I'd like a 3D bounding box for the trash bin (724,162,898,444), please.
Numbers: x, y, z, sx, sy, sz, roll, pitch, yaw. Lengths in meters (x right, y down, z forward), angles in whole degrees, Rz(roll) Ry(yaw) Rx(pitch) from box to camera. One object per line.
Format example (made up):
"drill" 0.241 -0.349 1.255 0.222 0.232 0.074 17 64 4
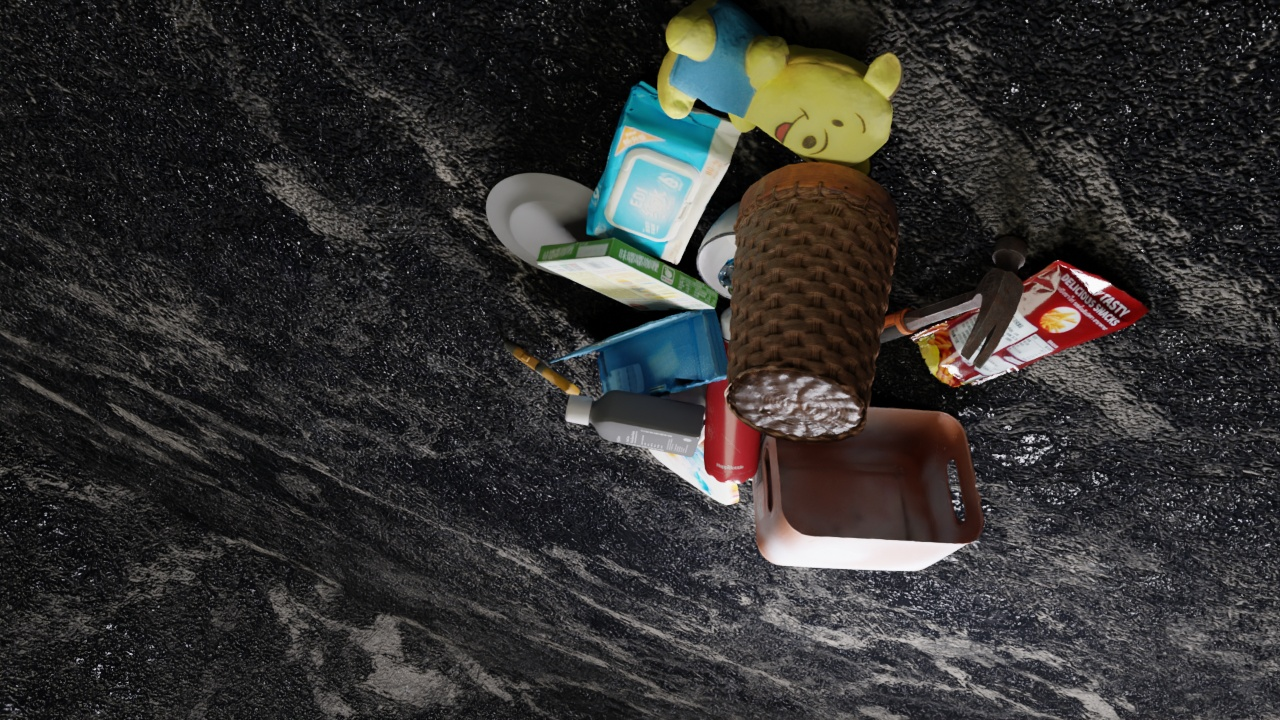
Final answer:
"trash bin" 0.144 -0.048 0.815 0.151 0.209 0.151 12 150 7

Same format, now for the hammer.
"hammer" 0.277 -0.028 1.013 0.035 0.137 0.315 33 153 -20

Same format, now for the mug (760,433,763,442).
"mug" 0.155 0.108 1.306 0.116 0.079 0.107 -6 145 8

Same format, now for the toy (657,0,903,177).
"toy" 0.121 -0.235 0.787 0.214 0.084 0.149 19 169 -3

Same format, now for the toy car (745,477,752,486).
"toy car" 0.215 0.178 1.407 0.120 0.043 0.056 20 148 -1

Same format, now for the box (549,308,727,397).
"box" -0.008 0.006 1.154 0.112 0.094 0.232 -9 175 -38

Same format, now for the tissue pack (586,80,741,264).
"tissue pack" 0.019 -0.186 0.931 0.117 0.065 0.210 19 146 -6

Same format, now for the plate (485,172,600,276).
"plate" -0.099 -0.152 1.084 0.178 0.012 0.179 12 148 8

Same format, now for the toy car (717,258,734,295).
"toy car" 0.132 -0.077 0.944 0.105 0.032 0.048 23 148 0

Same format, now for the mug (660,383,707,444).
"mug" 0.066 0.063 1.252 0.088 0.080 0.114 -14 99 31

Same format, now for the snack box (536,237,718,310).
"snack box" -0.014 -0.095 1.049 0.168 0.027 0.132 22 167 -40

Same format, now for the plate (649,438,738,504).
"plate" 0.065 0.142 1.370 0.187 0.016 0.187 32 159 28

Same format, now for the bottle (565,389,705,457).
"bottle" -0.009 0.077 1.186 0.174 0.046 0.084 11 156 1

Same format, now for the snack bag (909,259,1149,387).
"snack bag" 0.409 -0.033 0.982 0.139 0.066 0.209 29 144 -27

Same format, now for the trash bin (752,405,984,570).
"trash bin" 0.286 0.173 1.204 0.259 0.181 0.158 3 151 -7

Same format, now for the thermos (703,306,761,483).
"thermos" 0.119 0.043 1.160 0.073 0.073 0.240 8 121 15

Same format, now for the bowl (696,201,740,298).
"bowl" 0.122 -0.120 0.979 0.116 0.065 0.116 12 147 8

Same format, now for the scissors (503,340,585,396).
"scissors" -0.107 0.032 1.269 0.225 0.016 0.229 34 176 8
